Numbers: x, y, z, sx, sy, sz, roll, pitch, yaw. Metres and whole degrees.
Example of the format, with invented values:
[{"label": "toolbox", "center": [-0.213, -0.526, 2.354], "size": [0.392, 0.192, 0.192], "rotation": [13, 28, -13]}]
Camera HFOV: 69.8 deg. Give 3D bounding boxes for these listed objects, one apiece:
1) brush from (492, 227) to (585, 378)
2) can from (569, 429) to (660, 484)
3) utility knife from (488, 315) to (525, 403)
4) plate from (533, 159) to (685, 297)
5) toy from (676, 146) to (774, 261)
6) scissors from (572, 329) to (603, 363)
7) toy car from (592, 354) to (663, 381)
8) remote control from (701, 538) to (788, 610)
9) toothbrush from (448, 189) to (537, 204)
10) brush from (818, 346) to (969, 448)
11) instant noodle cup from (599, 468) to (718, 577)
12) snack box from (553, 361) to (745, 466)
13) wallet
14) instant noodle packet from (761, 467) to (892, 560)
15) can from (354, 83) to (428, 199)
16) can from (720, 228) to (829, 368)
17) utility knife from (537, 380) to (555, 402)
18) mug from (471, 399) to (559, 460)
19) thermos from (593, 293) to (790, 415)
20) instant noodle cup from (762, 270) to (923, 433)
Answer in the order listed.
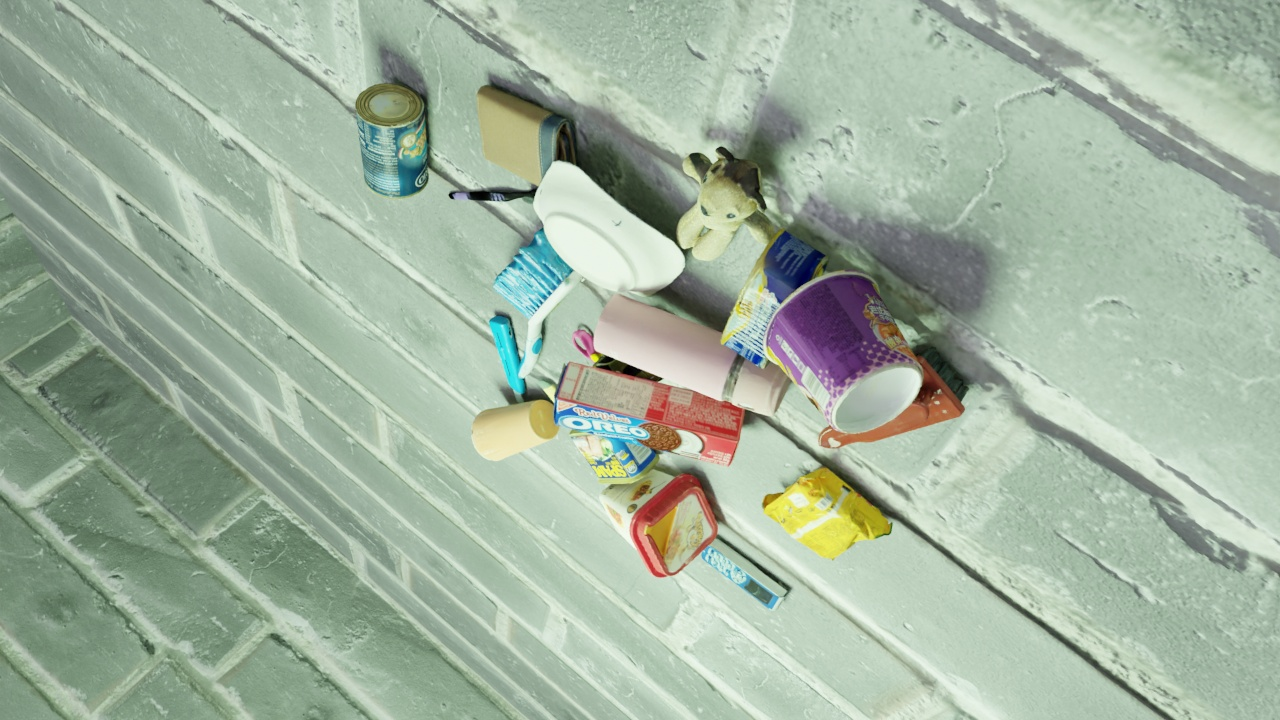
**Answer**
[{"label": "brush", "center": [-0.138, -0.058, 1.132], "size": [0.109, 0.060, 0.315], "rotation": [44, 151, -6]}, {"label": "can", "center": [-0.037, 0.112, 1.204], "size": [0.102, 0.057, 0.083], "rotation": [-12, 116, 53]}, {"label": "utility knife", "center": [-0.181, 0.006, 1.282], "size": [0.034, 0.018, 0.182], "rotation": [25, 145, 27]}, {"label": "plate", "center": [-0.043, -0.117, 0.923], "size": [0.164, 0.034, 0.164], "rotation": [37, 161, -6]}, {"label": "toy", "center": [0.066, -0.130, 0.801], "size": [0.105, 0.066, 0.157], "rotation": [50, 165, 3]}, {"label": "scissors", "center": [-0.036, 0.016, 1.129], "size": [0.134, 0.017, 0.133], "rotation": [-5, 124, 47]}, {"label": "toy car", "center": [-0.006, 0.006, 1.047], "size": [0.070, 0.042, 0.159], "rotation": [46, 140, -2]}, {"label": "remote control", "center": [0.139, 0.286, 1.234], "size": [0.125, 0.024, 0.049], "rotation": [36, 147, 16]}, {"label": "toothbrush", "center": [-0.168, -0.186, 1.048], "size": [0.189, 0.016, 0.014], "rotation": [10, 135, 45]}, {"label": "brush", "center": [0.216, 0.043, 0.824], "size": [0.063, 0.069, 0.146], "rotation": [49, 148, -6]}, {"label": "instant noodle cup", "center": [0.018, 0.202, 1.203], "size": [0.124, 0.116, 0.116], "rotation": [21, 143, 51]}, {"label": "snack box", "center": [0.008, 0.058, 1.019], "size": [0.207, 0.058, 0.057], "rotation": [14, 143, 3]}, {"label": "wallet", "center": [-0.116, -0.222, 0.933], "size": [0.115, 0.033, 0.090], "rotation": [29, 142, 26]}, {"label": "instant noodle packet", "center": [0.202, 0.168, 1.009], "size": [0.111, 0.044, 0.129], "rotation": [37, 152, 1]}, {"label": "can", "center": [-0.282, -0.250, 1.046], "size": [0.075, 0.075, 0.111], "rotation": [35, 147, 15]}, {"label": "can", "center": [0.118, -0.052, 0.822], "size": [0.049, 0.074, 0.148], "rotation": [34, 148, 10]}, {"label": "utility knife", "center": [-0.081, 0.097, 1.271], "size": [0.183, 0.019, 0.031], "rotation": [56, 151, -6]}, {"label": "mug", "center": [-0.176, 0.097, 1.320], "size": [0.123, 0.078, 0.078], "rotation": [-17, 115, 41]}, {"label": "thermos", "center": [0.055, -0.002, 0.943], "size": [0.199, 0.067, 0.087], "rotation": [21, 169, 13]}, {"label": "instant noodle cup", "center": [0.172, -0.002, 0.754], "size": [0.112, 0.111, 0.099], "rotation": [89, 159, -49]}]
